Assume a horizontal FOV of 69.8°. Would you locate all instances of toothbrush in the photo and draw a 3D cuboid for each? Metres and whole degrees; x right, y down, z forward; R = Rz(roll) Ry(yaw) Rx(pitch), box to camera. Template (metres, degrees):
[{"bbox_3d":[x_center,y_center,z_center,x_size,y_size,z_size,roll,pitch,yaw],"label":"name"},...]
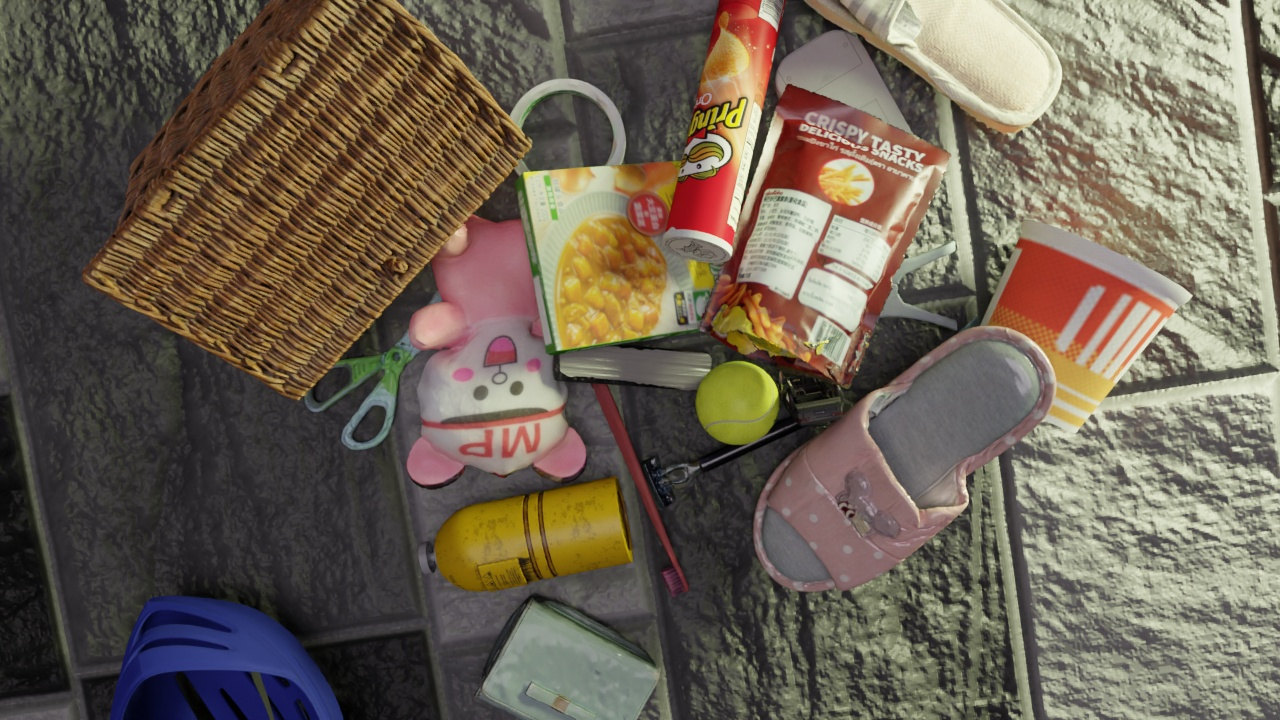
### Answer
[{"bbox_3d":[-0.002,0.103,0.743,0.016,0.016,0.190,-22,94,-12],"label":"toothbrush"}]

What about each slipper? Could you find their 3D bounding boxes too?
[{"bbox_3d":[0.182,0.080,0.677,0.114,0.054,0.275,48,117,13],"label":"slipper"},{"bbox_3d":[0.206,-0.276,0.688,0.272,0.054,0.114,36,77,-5],"label":"slipper"}]

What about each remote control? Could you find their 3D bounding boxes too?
[{"bbox_3d":[-0.004,0.004,0.712,0.136,0.013,0.033,5,92,-30],"label":"remote control"},{"bbox_3d":[0.166,-0.180,0.720,0.074,0.019,0.151,-30,93,4],"label":"remote control"}]

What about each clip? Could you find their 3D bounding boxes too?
[{"bbox_3d":[0.167,-0.073,0.723,0.163,0.028,0.115,-2,95,2],"label":"clip"}]

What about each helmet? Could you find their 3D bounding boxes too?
[{"bbox_3d":[-0.314,0.289,0.670,0.147,0.228,0.241,-35,93,-6],"label":"helmet"}]

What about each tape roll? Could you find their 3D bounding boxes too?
[{"bbox_3d":[-0.059,-0.175,0.730,0.094,0.018,0.094,0,94,2],"label":"tape roll"}]

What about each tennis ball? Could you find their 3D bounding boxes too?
[{"bbox_3d":[0.076,0.033,0.716,0.065,0.065,0.065,0,94,2],"label":"tennis ball"}]

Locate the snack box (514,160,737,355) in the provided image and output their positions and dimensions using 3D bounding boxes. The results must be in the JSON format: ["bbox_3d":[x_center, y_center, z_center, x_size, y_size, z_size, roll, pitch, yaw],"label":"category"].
[{"bbox_3d":[-0.001,-0.081,0.690,0.167,0.027,0.132,-10,87,-23],"label":"snack box"}]

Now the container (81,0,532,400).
[{"bbox_3d":[-0.237,-0.140,0.646,0.250,0.183,0.162,-46,129,4],"label":"container"}]

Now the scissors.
[{"bbox_3d":[-0.204,-0.010,0.751,0.093,0.032,0.175,38,90,1],"label":"scissors"}]

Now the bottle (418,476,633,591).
[{"bbox_3d":[-0.093,0.142,0.728,0.164,0.071,0.071,-12,94,3],"label":"bottle"}]

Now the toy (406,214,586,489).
[{"bbox_3d":[-0.110,-0.008,0.707,0.141,0.084,0.213,-3,92,-24],"label":"toy"}]

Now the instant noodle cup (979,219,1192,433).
[{"bbox_3d":[0.311,-0.022,0.681,0.123,0.123,0.121,27,102,0],"label":"instant noodle cup"}]

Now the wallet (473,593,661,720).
[{"bbox_3d":[-0.059,0.261,0.748,0.131,0.054,0.100,27,96,-5],"label":"wallet"}]

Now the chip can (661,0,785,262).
[{"bbox_3d":[0.064,-0.182,0.681,0.052,0.052,0.214,13,80,1],"label":"chip can"}]

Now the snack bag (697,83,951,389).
[{"bbox_3d":[0.136,-0.095,0.680,0.139,0.066,0.207,22,82,6],"label":"snack bag"}]

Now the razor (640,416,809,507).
[{"bbox_3d":[0.073,0.073,0.741,0.144,0.022,0.043,-24,94,4],"label":"razor"}]

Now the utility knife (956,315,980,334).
[{"bbox_3d":[0.207,0.034,0.737,0.031,0.015,0.185,44,93,-6],"label":"utility knife"}]

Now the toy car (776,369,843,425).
[{"bbox_3d":[0.130,0.029,0.701,0.040,0.092,0.037,-10,104,3],"label":"toy car"}]
